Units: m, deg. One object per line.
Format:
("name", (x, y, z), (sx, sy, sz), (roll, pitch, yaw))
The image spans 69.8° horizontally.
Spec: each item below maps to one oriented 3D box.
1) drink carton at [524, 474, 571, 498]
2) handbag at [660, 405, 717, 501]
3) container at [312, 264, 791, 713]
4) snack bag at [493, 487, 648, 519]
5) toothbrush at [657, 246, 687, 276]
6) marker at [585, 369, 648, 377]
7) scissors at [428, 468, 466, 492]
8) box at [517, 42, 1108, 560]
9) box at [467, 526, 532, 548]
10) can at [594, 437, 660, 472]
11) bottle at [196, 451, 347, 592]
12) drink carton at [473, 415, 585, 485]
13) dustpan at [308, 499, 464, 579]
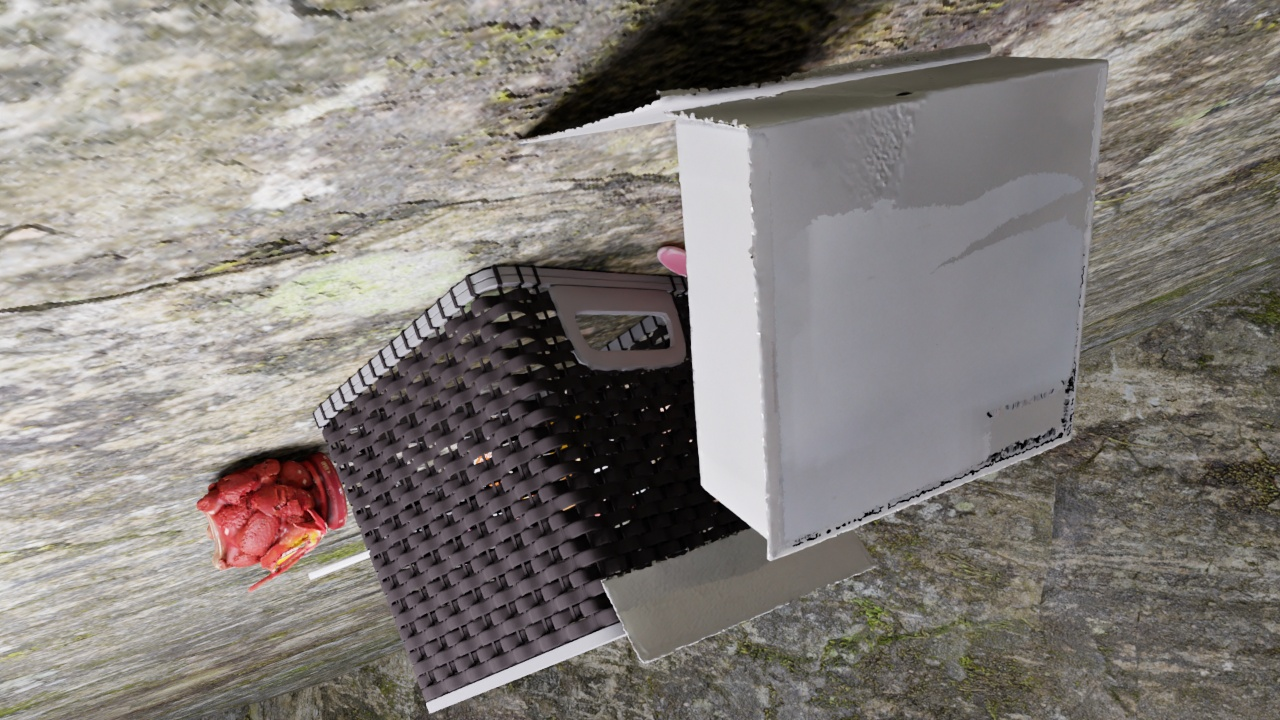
("drink carton", (-0.106, 0.142, 1.185), (0.122, 0.041, 0.058), (-4, 156, -47))
("handbag", (0.089, 0.119, 1.093), (0.198, 0.187, 0.117), (-14, 156, -43))
("container", (-0.062, 0.098, 0.713), (0.246, 0.243, 0.246), (-33, 161, 36))
("snack bag", (-0.089, 0.191, 1.224), (0.225, 0.041, 0.077), (-8, 178, -5))
("toothbrush", (0.047, -0.071, 0.719), (0.022, 0.016, 0.134), (-22, 166, 25))
("marker", (-0.005, 0.005, 0.914), (0.138, 0.016, 0.022), (-20, -164, -9))
("scissors", (-0.195, 0.130, 1.064), (0.118, 0.019, 0.148), (-27, 165, 17))
("box", (0.037, -0.148, 0.426), (0.166, 0.445, 0.165), (-15, 154, -24))
("box", (-0.148, 0.234, 1.261), (0.154, 0.041, 0.200), (16, -151, 41))
("can", (-0.012, 0.122, 1.193), (0.120, 0.067, 0.068), (-4, 157, -48))
("bottle", (-0.310, 0.131, 0.773), (0.111, 0.099, 0.099), (-16, 164, -36))
("drink carton", (-0.121, 0.102, 1.013), (0.122, 0.040, 0.059), (-9, 150, -38))
("dustpan", (-0.293, 0.211, 1.148), (0.257, 0.033, 0.163), (-20, 171, -5))
